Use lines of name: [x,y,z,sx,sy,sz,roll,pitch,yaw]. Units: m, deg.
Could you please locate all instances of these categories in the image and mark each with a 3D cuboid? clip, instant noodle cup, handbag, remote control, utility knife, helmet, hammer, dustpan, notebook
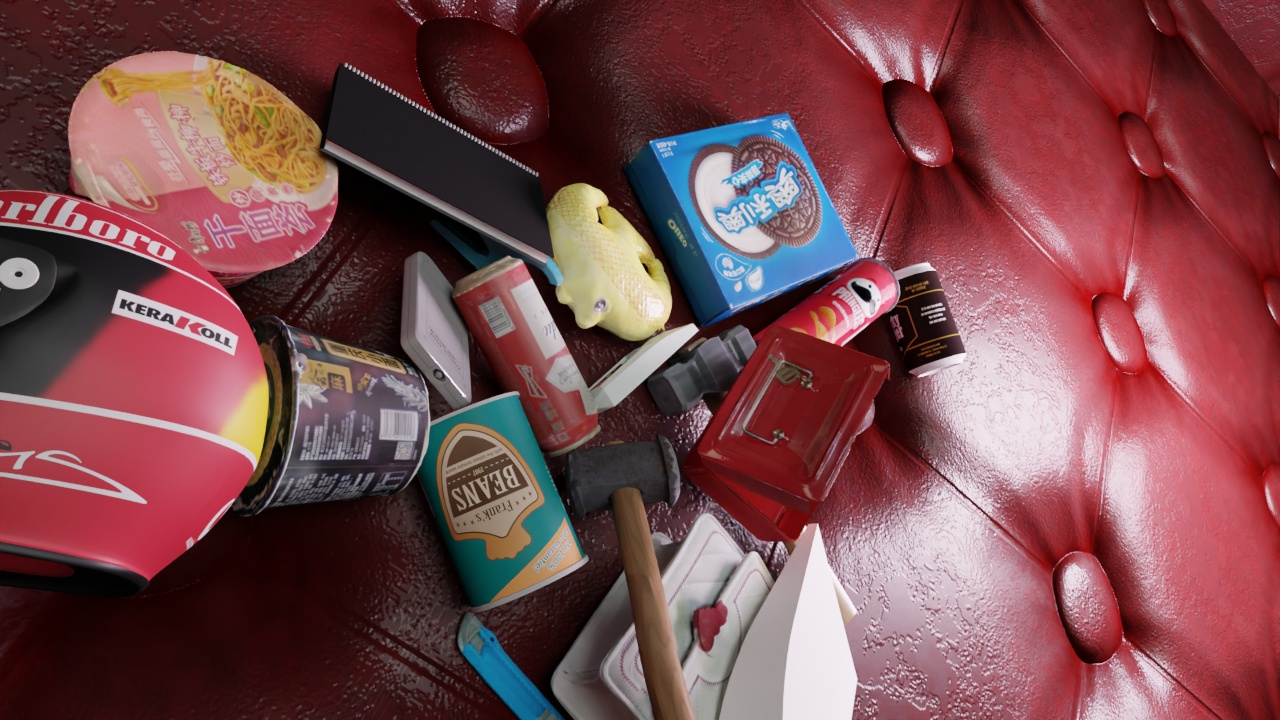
clip: [-0.113,-0.100,0.812,0.130,0.121,0.031,66,18,-10]
instant noodle cup: [-0.224,0.044,0.658,0.112,0.138,0.137,11,66,-42]
handbag: [0.037,0.242,0.771,0.142,0.096,0.197,48,43,-8]
remote control: [-0.165,-0.029,0.735,0.074,0.019,0.151,58,8,-35]
utility knife: [-0.072,0.292,0.738,0.225,0.015,0.031,51,56,-10]
instant noodle cup: [-0.323,-0.128,0.674,0.178,0.078,0.178,20,55,-32]
helmet: [-0.358,0.014,0.526,0.270,0.198,0.224,11,66,-23]
hammer: [0.128,0.125,0.926,0.117,0.051,0.323,-31,94,-34]
hammer: [0.004,0.177,0.701,0.098,0.052,0.327,-7,38,-6]
dustpan: [0.130,0.298,0.799,0.257,0.053,0.191,-55,132,-58]
notebook: [-0.170,-0.170,0.794,0.206,0.016,0.148,26,30,-30]
remote control: [-0.005,0.005,0.873,0.143,0.050,0.024,-41,99,-39]

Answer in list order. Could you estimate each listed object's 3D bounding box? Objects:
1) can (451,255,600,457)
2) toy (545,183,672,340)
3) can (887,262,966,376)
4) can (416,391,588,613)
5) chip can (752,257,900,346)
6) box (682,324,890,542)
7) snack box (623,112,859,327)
can: [-0.096,-0.003,0.788,0.067,0.067,0.170,-34,103,-39]
toy: [-0.032,-0.089,0.886,0.170,0.065,0.154,51,40,-18]
can: [0.347,-0.049,1.132,0.071,0.072,0.128,-9,78,-37]
can: [-0.115,0.110,0.722,0.099,0.099,0.144,-20,84,-39]
chip can: [0.201,-0.040,1.025,0.232,0.073,0.073,-33,93,-38]
box: [0.133,0.074,0.861,0.147,0.156,0.157,25,66,23]
snack box: [0.118,-0.163,1.023,0.238,0.056,0.195,-23,85,-39]
